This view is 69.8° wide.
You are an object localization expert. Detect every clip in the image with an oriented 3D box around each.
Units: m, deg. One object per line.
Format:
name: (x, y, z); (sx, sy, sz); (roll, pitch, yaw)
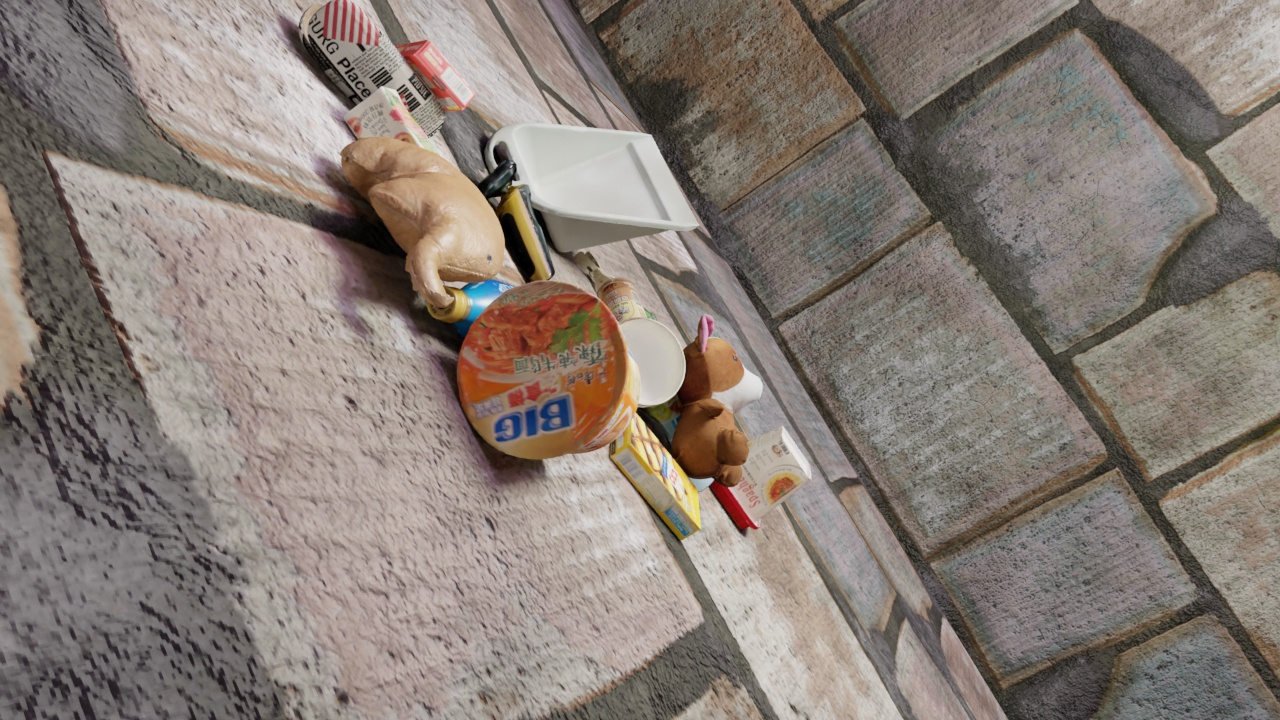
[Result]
clip: (-0.059, -0.122, 1.374); (0.100, 0.035, 0.071); (48, 14, 1)

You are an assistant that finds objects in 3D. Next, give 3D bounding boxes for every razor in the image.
razor: (-0.150, -0.165, 1.129); (0.067, 0.062, 0.167); (-12, 72, -43)

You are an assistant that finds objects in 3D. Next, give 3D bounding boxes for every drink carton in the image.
drink carton: (-0.233, -0.204, 0.911); (0.122, 0.054, 0.045); (56, 14, -8)

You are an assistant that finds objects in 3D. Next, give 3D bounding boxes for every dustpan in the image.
dustpan: (-0.079, -0.269, 1.301); (0.143, 0.257, 0.222); (78, -8, -54)

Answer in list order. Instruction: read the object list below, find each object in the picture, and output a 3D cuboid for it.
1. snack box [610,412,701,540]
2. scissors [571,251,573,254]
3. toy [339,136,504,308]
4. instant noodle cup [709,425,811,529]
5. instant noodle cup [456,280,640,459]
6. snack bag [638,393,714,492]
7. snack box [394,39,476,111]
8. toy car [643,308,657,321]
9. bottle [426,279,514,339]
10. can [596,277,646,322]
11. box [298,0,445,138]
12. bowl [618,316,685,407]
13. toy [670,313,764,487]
snack box: (0.018, 0.132, 1.066); (0.140, 0.034, 0.086); (54, 15, -19)
scissors: (-0.113, -0.205, 1.410); (0.113, 0.017, 0.134); (47, 21, -51)
toy: (-0.174, -0.114, 0.784); (0.143, 0.083, 0.226); (15, 26, -40)
instant noodle cup: (0.175, 0.165, 1.334); (0.116, 0.124, 0.116); (56, 14, -5)
instant noodle cup: (-0.070, 0.017, 0.806); (0.151, 0.151, 0.111); (61, 6, 17)
snack bag: (0.052, 0.074, 1.232); (0.191, 0.039, 0.110); (51, 42, -9)
snack box: (-0.242, -0.303, 0.989); (0.153, 0.025, 0.075); (17, -24, 51)
toy car: (-0.002, -0.058, 1.392); (0.091, 0.043, 0.036); (35, 27, -56)
bottle: (-0.132, -0.042, 0.871); (0.065, 0.065, 0.218); (60, 15, 14)
can: (-0.022, -0.062, 1.302); (0.058, 0.059, 0.116); (42, 20, -45)
box: (-0.265, -0.291, 0.928); (0.163, 0.088, 0.076); (51, 46, -38)
bowl: (-0.007, 0.007, 1.153); (0.113, 0.113, 0.062); (56, -28, -4)
toy: (0.097, 0.053, 1.173); (0.140, 0.130, 0.199); (94, -9, -63)
